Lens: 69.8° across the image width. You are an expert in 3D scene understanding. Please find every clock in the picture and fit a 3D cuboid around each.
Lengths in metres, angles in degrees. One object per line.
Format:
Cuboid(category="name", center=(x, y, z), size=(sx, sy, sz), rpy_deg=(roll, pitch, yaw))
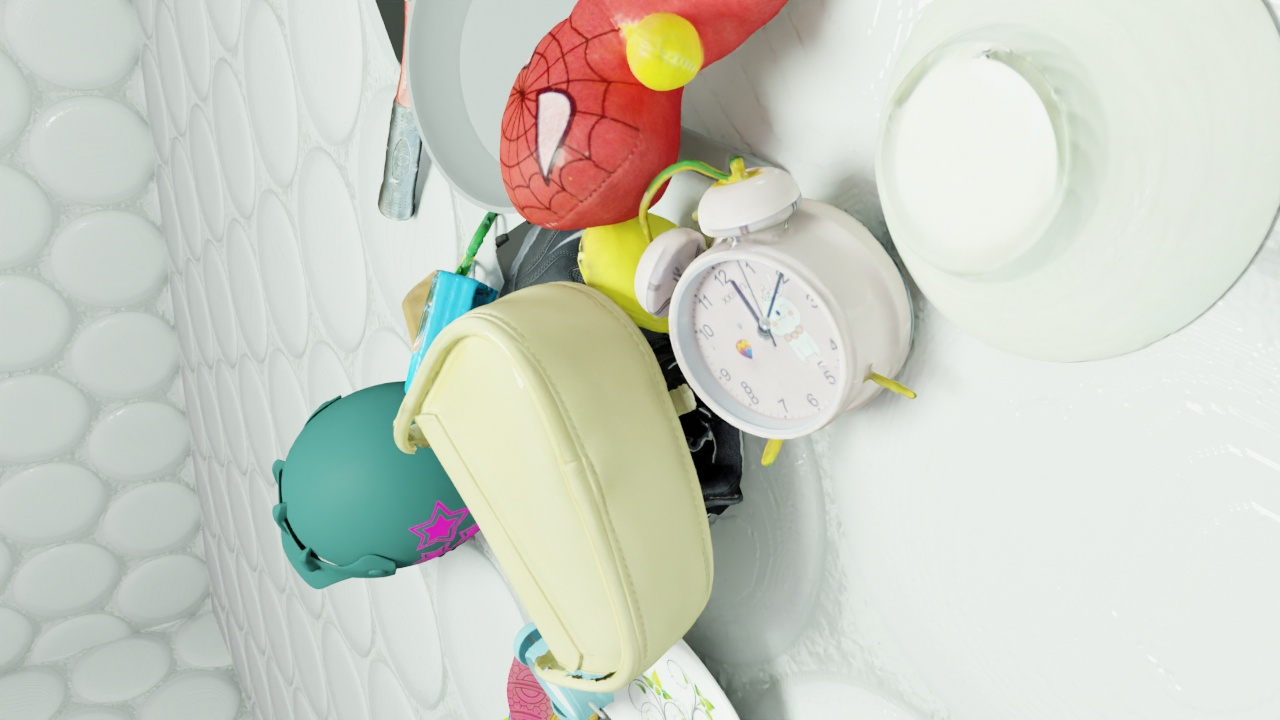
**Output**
Cuboid(category="clock", center=(0.060, -0.032, 0.461), size=(0.158, 0.058, 0.117), rpy_deg=(54, 137, -1))
Cuboid(category="clock", center=(-0.061, 0.242, 0.715), size=(0.087, 0.041, 0.123), rpy_deg=(56, 155, -3))

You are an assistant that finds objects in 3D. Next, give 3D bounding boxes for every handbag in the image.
Cuboid(category="handbag", center=(-0.045, 0.079, 0.530), size=(0.191, 0.088, 0.233), rpy_deg=(-25, 95, 47))

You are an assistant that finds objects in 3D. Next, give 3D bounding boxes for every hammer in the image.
Cuboid(category="hammer", center=(-0.213, -0.233, 0.812), size=(0.327, 0.140, 0.036), rpy_deg=(122, 159, -56))

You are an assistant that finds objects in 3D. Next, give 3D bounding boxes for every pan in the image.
Cuboid(category="pan", center=(-0.039, -0.173, 0.609), size=(0.357, 0.050, 0.201), rpy_deg=(30, 121, 31))

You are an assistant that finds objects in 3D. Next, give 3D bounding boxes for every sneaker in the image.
Cuboid(category="sneaker", center=(-0.003, 0.004, 0.585), size=(0.151, 0.097, 0.252), rpy_deg=(-30, 76, 50))
Cuboid(category="sneaker", center=(-0.086, 0.325, 0.818), size=(0.116, 0.091, 0.242), rpy_deg=(18, 95, 18))

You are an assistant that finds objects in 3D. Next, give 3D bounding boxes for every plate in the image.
Cuboid(category="plate", center=(0.007, 0.223, 0.667), size=(0.229, 0.030, 0.230), rpy_deg=(35, 145, 29))

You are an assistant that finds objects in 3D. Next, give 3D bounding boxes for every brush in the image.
Cuboid(category="brush", center=(-0.204, -0.050, 0.908), size=(0.117, 0.039, 0.049), rpy_deg=(-26, 79, 55))

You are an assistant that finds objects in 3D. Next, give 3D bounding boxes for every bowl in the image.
Cuboid(category="bowl", center=(0.145, -0.081, 0.361), size=(0.177, 0.057, 0.177), rpy_deg=(25, 121, 51))

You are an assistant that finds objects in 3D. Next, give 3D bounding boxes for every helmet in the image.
Cuboid(category="helmet", center=(-0.261, 0.128, 0.905), size=(0.276, 0.199, 0.176), rpy_deg=(-44, 64, 53))

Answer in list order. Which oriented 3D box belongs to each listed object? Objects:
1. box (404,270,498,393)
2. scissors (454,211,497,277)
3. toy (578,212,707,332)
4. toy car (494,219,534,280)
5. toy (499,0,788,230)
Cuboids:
Cuboid(category="box", center=(-0.134, 0.019, 0.710), size=(0.243, 0.070, 0.171), rpy_deg=(-155, 53, -84))
Cuboid(category="scissors", center=(-0.157, -0.074, 0.802), size=(0.125, 0.011, 0.130), rpy_deg=(-63, 8, -5))
Cuboid(category="toy", center=(0.007, -0.055, 0.543), size=(0.095, 0.094, 0.041), rpy_deg=(-100, 29, -42))
Cuboid(category="toy car", center=(-0.080, -0.088, 0.715), size=(0.092, 0.036, 0.042), rpy_deg=(-25, 81, 46))
Cuboid(category="toy", center=(-0.001, -0.157, 0.478), size=(0.217, 0.098, 0.147), rpy_deg=(-55, 22, 29))
